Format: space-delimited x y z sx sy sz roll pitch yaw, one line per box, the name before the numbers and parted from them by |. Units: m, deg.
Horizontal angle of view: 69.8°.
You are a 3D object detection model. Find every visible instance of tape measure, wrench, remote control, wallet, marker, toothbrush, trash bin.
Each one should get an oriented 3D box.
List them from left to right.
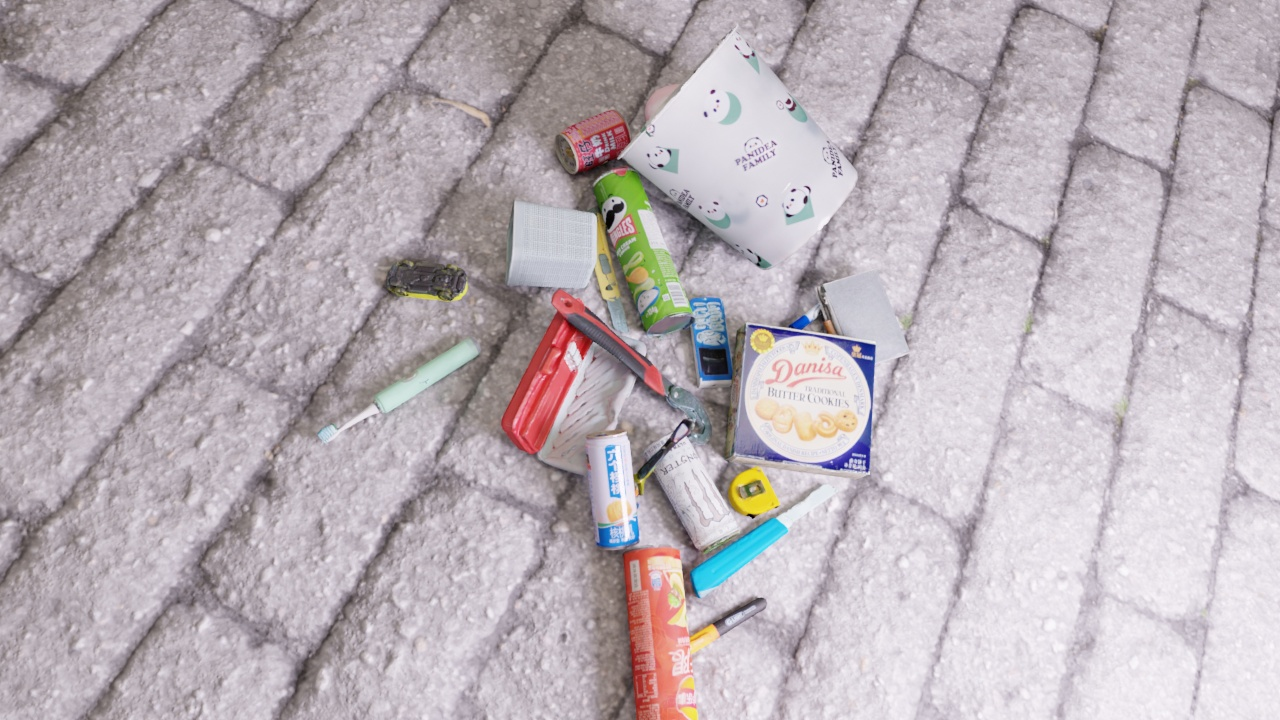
toothbrush | -0.293 0.037 1.126 0.224 0.027 0.026 -35 37 -22
wrench | -0.007 0.007 1.150 0.273 0.016 0.056 43 46 -14
remote control | 0.093 -0.024 1.230 0.049 0.024 0.124 -2 70 -12
marker | 0.099 0.314 1.086 0.123 0.015 0.018 -24 77 -21
trash bin | 0.136 -0.270 1.223 0.252 0.230 0.229 42 64 -10
tape measure | 0.140 0.166 1.152 0.057 0.029 0.060 -20 71 -18
marker | 0.263 -0.081 1.293 0.145 0.017 0.017 -36 77 -23
wallet | 0.304 -0.054 1.276 0.106 0.037 0.129 -17 82 -16

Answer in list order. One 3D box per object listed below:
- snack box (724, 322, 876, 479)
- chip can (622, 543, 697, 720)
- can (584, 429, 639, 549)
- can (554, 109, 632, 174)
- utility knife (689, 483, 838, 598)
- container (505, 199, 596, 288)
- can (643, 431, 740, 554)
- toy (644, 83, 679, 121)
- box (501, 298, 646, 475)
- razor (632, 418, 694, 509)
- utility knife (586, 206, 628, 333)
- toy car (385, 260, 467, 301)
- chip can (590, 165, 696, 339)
snack box | 0.209 0.052 1.192 0.178 0.046 0.182 8 76 -7
chip can | 0.021 0.321 1.037 0.073 0.073 0.216 -2 67 -12
can | -0.033 0.151 1.082 0.053 0.053 0.134 -7 94 -14
can | -0.067 -0.309 1.301 0.093 0.067 0.066 -28 74 -21
utility knife | 0.156 0.217 1.138 0.234 0.018 0.034 -30 73 -20
container | -0.118 -0.150 1.211 0.111 0.090 0.089 4 66 -13
can | 0.062 0.160 1.123 0.058 0.058 0.146 -24 73 -20
toy | 0.080 -0.375 1.370 0.121 0.054 0.159 36 57 5
box | -0.075 0.030 1.133 0.100 0.110 0.201 10 60 25
razor | 0.016 0.123 1.102 0.042 0.022 0.143 45 107 16
utility knife | -0.047 -0.125 1.256 0.031 0.021 0.201 -11 73 -9
toy car | -0.276 -0.100 1.189 0.105 0.032 0.048 6 65 4
chip can | 0.003 -0.146 1.240 0.072 0.072 0.236 -14 70 -17
